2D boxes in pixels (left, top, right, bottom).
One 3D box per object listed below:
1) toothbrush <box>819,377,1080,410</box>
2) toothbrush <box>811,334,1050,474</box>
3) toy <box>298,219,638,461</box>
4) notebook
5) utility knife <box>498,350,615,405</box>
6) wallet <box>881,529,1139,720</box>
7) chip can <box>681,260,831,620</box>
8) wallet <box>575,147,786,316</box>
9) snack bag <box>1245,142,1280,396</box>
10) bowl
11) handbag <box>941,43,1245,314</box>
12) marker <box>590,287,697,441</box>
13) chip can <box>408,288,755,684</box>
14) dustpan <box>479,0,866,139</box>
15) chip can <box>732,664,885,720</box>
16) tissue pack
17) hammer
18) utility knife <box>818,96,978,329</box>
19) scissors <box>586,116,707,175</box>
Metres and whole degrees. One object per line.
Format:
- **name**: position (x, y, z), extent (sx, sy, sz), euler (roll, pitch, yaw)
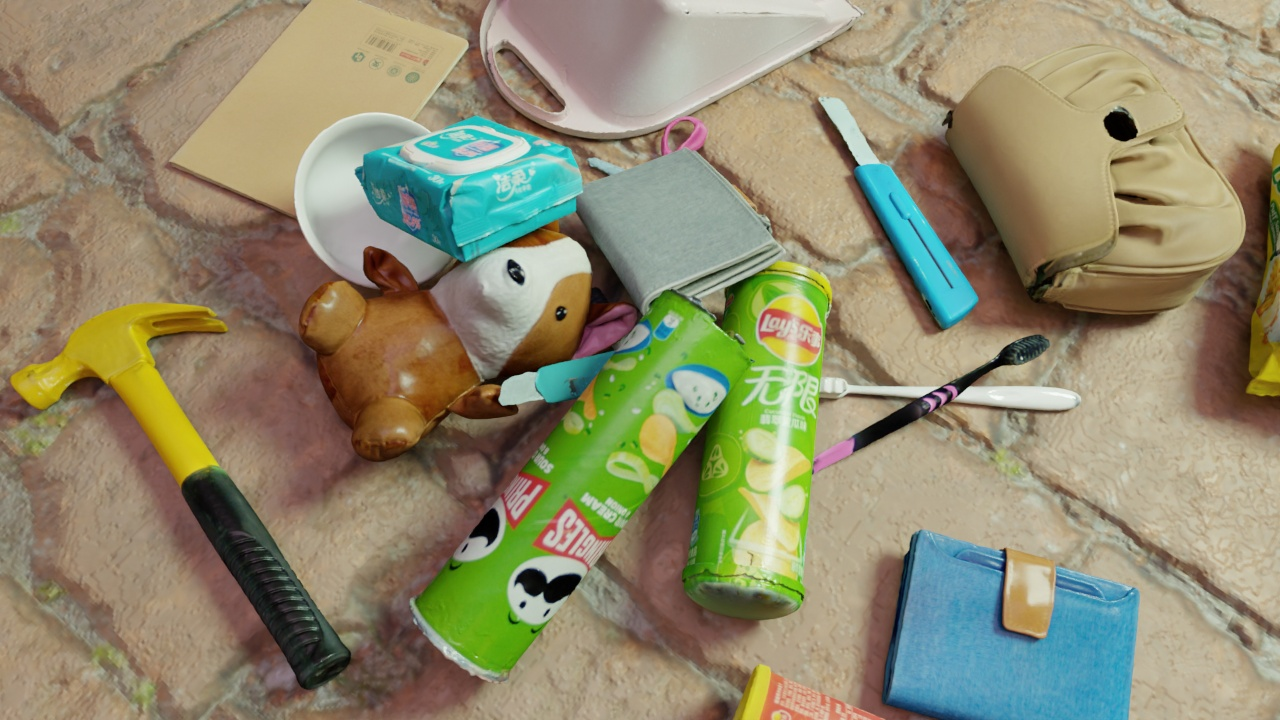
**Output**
- **toothbrush**: position (0.203, 0.021, 0.611), extent (0.180, 0.016, 0.016), euler (3, 79, 1)
- **toothbrush**: position (0.183, 0.031, 0.594), extent (0.189, 0.018, 0.014), euler (-28, 101, -3)
- **toy**: position (-0.109, -0.027, 0.583), extent (0.199, 0.131, 0.140), euler (-26, 85, -22)
- **notebook**: position (-0.251, -0.206, 0.730), extent (0.148, 0.008, 0.207), euler (23, 66, 12)
- **utility knife**: position (-0.011, 0.007, 0.583), extent (0.175, 0.013, 0.029), euler (-12, 76, -32)
- **wallet**: position (0.215, 0.164, 0.532), extent (0.133, 0.040, 0.106), euler (15, 70, 7)
- **chip can**: position (0.075, 0.046, 0.569), extent (0.072, 0.073, 0.220), euler (8, 64, 4)
- **wallet**: position (0.024, -0.088, 0.611), extent (0.106, 0.037, 0.129), euler (-23, 47, -10)
- **snack bag**: position (0.502, -0.057, 0.618), extent (0.158, 0.068, 0.246), euler (21, 66, 10)
- **bowl**: position (-0.187, -0.107, 0.641), extent (0.118, 0.065, 0.118), euler (-1, 92, -32)
- **handbag**: position (0.313, -0.132, 0.638), extent (0.148, 0.100, 0.204), euler (-14, 61, -3)
- **marker**: position (-0.004, 0.004, 0.621), extent (0.022, 0.018, 0.130), euler (-31, 67, -5)
- **chip can**: position (-0.031, 0.068, 0.527), extent (0.072, 0.072, 0.236), euler (37, 85, 17)
- **dustpan**: position (0.008, -0.291, 0.770), extent (0.272, 0.139, 0.222), euler (-18, 60, -40)
- **chip can**: position (0.149, 0.233, 0.479), extent (0.217, 0.073, 0.073), euler (19, 66, 9)
- **tissue pack**: position (-0.110, -0.114, 0.578), extent (0.093, 0.050, 0.133), euler (-30, 38, -31)
- **hammer**: position (-0.275, 0.076, 0.579), extent (0.128, 0.033, 0.300), euler (-37, 69, -15)
- **utility knife**: position (0.185, -0.118, 0.679), extent (0.034, 0.018, 0.218), euler (-19, 64, -8)
- **scissors**: position (0.019, -0.128, 0.686), extent (0.134, 0.017, 0.133), euler (32, 73, 14)
